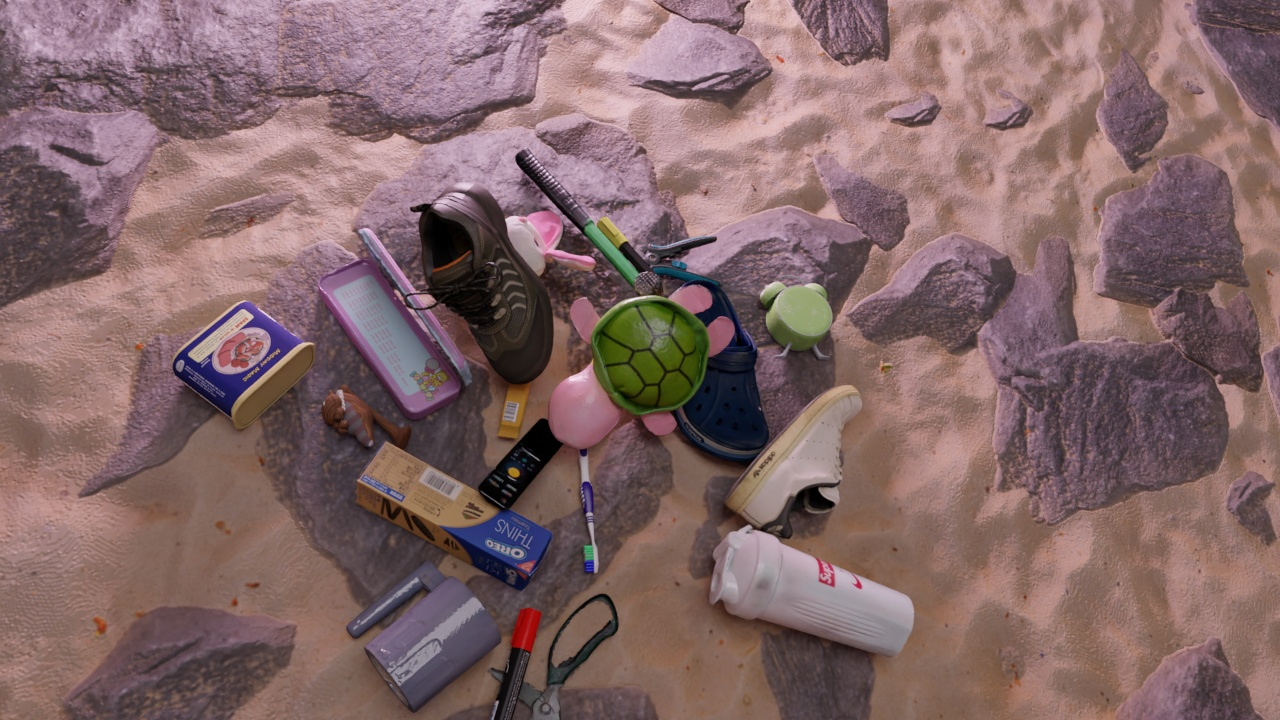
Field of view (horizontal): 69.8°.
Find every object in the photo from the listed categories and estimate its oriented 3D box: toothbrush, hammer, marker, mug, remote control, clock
[{"bbox_3d":[-0.061,0.149,1.038,0.016,0.015,0.186,0,61,-12],"label":"toothbrush"},{"bbox_3d":[-0.064,-0.165,1.172,0.032,0.130,0.318,-40,65,-3],"label":"hammer"},{"bbox_3d":[-0.128,0.318,0.909,0.023,0.021,0.144,-4,52,26],"label":"marker"},{"bbox_3d":[-0.015,-0.143,1.203,0.017,0.021,0.124,-35,67,-14],"label":"marker"},{"bbox_3d":[-0.214,0.264,0.897,0.124,0.084,0.103,33,56,32],"label":"mug"},{"bbox_3d":[-0.127,0.112,1.004,0.041,0.020,0.151,34,33,4],"label":"remote control"},{"bbox_3d":[0.210,-0.062,1.221,0.094,0.043,0.119,0,61,-17],"label":"clock"}]

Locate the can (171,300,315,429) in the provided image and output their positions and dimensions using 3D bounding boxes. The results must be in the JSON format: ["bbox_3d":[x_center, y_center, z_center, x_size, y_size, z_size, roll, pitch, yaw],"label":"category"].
[{"bbox_3d":[-0.428,0.002,0.990,0.092,0.057,0.116,35,58,6],"label":"can"}]

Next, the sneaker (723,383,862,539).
[{"bbox_3d":[0.207,0.120,1.082,0.102,0.089,0.240,42,57,16],"label":"sneaker"}]

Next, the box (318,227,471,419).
[{"bbox_3d":[-0.277,-0.047,1.040,0.089,0.093,0.214,-30,73,-29],"label":"box"}]

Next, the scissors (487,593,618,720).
[{"bbox_3d":[-0.052,0.344,0.928,0.202,0.015,0.201,35,58,7],"label":"scissors"}]

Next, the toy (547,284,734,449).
[{"bbox_3d":[-0.006,0.006,1.037,0.238,0.087,0.190,-34,105,-1],"label":"toy"}]

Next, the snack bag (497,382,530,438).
[{"bbox_3d":[-0.145,0.047,1.068,0.026,0.020,0.099,9,59,-2],"label":"snack bag"}]

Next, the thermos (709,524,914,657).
[{"bbox_3d":[0.184,0.256,1.009,0.220,0.100,0.099,21,57,-9],"label":"thermos"}]

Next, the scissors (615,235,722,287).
[{"bbox_3d":[0.047,-0.136,1.223,0.156,0.019,0.124,30,63,10],"label":"scissors"}]

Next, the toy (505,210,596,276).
[{"bbox_3d":[-0.166,-0.133,1.126,0.194,0.084,0.159,-10,36,-19],"label":"toy"}]

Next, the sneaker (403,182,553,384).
[{"bbox_3d":[-0.177,-0.077,0.996,0.238,0.101,0.142,67,23,-7],"label":"sneaker"}]

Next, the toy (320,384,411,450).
[{"bbox_3d":[-0.305,0.065,1.001,0.102,0.042,0.054,36,35,15],"label":"toy"}]

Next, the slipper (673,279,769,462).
[{"bbox_3d":[0.091,0.001,1.122,0.105,0.095,0.252,-1,58,-20],"label":"slipper"}]

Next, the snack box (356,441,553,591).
[{"bbox_3d":[-0.196,0.166,0.964,0.207,0.056,0.057,29,55,1],"label":"snack box"}]
